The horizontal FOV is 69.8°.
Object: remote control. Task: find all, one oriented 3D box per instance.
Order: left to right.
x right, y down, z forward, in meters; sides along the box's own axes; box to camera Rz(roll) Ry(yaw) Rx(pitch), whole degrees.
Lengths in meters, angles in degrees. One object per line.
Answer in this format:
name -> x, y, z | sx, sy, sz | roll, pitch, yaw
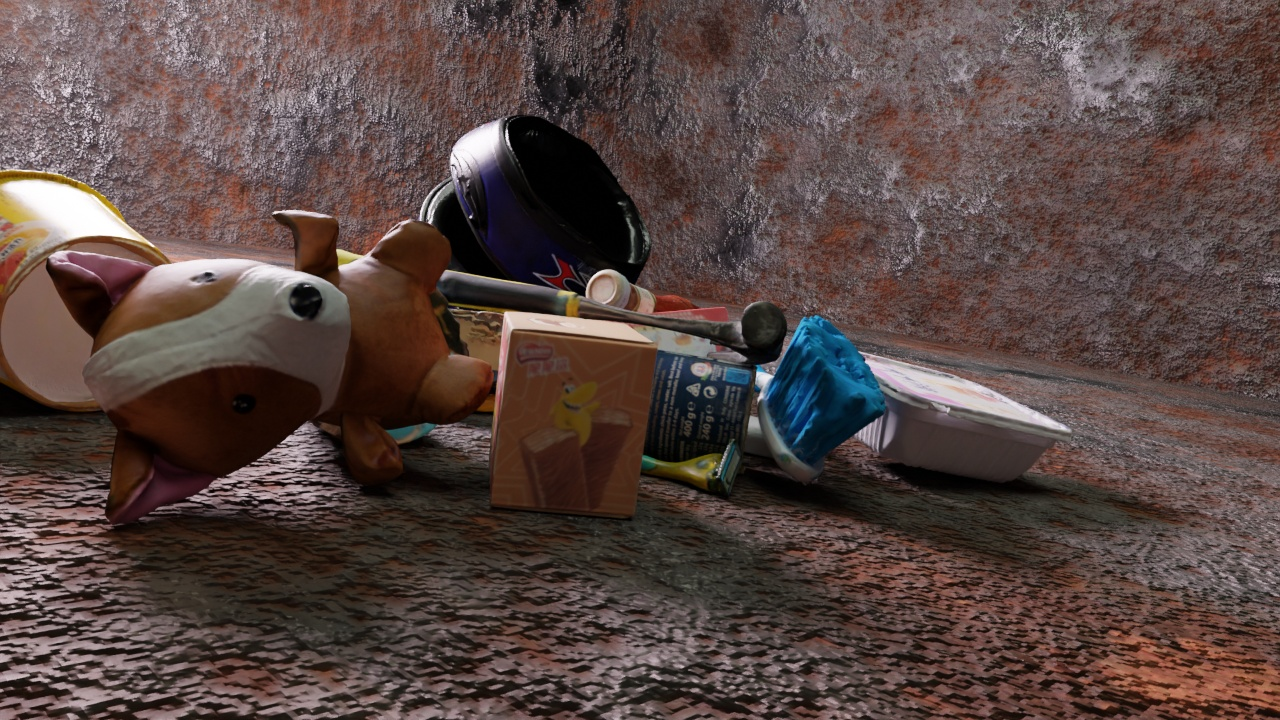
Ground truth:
remote control -> 0.047, 0.050, 0.722 | 0.135, 0.019, 0.056 | 11, 11, 16

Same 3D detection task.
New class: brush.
brush -> 0.113, 0.011, 0.701 | 0.060, 0.110, 0.314 | 30, 18, -6

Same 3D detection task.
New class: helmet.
helmet -> -0.148, -0.135, 1.083 | 0.241, 0.247, 0.315 | -31, -19, 21

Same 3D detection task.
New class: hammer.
hammer -> -0.062, -0.037, 0.640 | 0.323, 0.032, 0.126 | 10, -8, 7

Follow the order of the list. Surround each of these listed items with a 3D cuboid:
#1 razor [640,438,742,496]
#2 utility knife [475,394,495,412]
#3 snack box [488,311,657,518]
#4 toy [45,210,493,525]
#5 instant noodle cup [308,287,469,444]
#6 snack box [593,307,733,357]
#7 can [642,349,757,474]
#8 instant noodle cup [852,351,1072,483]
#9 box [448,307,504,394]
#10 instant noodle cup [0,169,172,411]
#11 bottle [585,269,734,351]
razor -> -0.004, 0.057, 0.581 | 0.133, 0.028, 0.043 | 12, 38, 13
utility knife -> -0.114, 0.032, 0.712 | 0.169, 0.015, 0.033 | 5, 4, -23
snack box -> -0.042, 0.027, 0.511 | 0.077, 0.094, 0.093 | 6, 8, -11
toy -> -0.167, -0.004, 0.445 | 0.199, 0.140, 0.131 | -9, -16, -47
instant noodle cup -> -0.186, -0.004, 0.603 | 0.111, 0.111, 0.121 | 4, 0, -30
snack box -> -0.004, 0.004, 0.695 | 0.153, 0.075, 0.025 | -5, -18, -9
can -> 0.021, 0.032, 0.623 | 0.111, 0.075, 0.075 | 9, 7, 8
instant noodle cup -> 0.229, 0.046, 0.724 | 0.173, 0.060, 0.138 | 11, 14, -24
box -> -0.102, -0.002, 0.743 | 0.184, 0.060, 0.090 | 7, -11, -17
instant noodle cup -> -0.353, -0.037, 0.561 | 0.110, 0.138, 0.137 | 24, 15, 33
bottle -> 0.020, -0.031, 0.785 | 0.060, 0.059, 0.206 | 12, -7, 31
